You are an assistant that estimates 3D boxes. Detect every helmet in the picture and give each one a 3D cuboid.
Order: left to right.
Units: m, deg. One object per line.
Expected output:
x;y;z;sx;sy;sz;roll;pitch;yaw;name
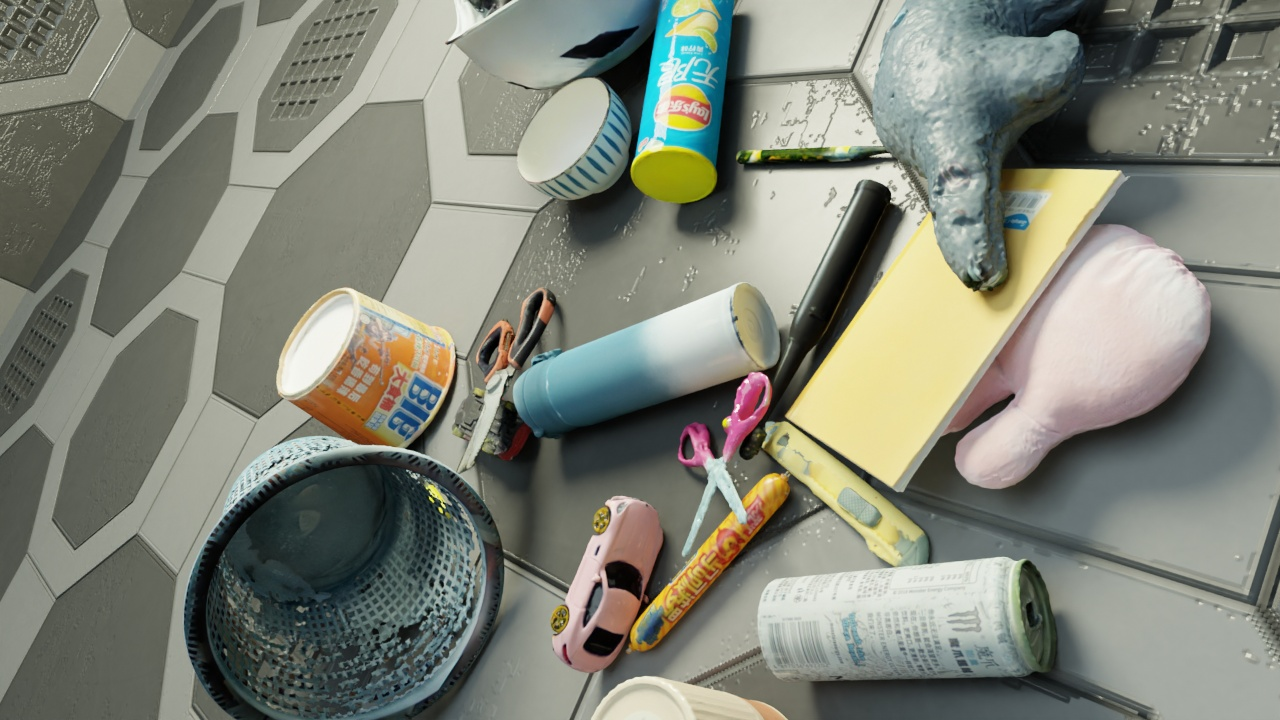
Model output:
-0.062;-0.355;0.893;0.230;0.146;0.258;-9;49;45;helmet

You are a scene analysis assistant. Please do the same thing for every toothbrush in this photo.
0.117;-0.028;0.628;0.212;0.026;0.027;-63;11;-9;toothbrush
0.145;-0.153;0.692;0.186;0.012;0.017;11;85;45;toothbrush

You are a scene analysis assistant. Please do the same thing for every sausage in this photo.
0.044;0.135;0.607;0.165;0.021;0.021;-51;43;8;sausage

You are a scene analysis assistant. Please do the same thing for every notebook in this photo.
0.176;-0.029;0.553;0.206;0.010;0.146;-55;19;1;notebook

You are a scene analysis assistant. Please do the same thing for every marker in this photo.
-0.203;0.115;0.850;0.018;0.015;0.124;-57;40;2;marker

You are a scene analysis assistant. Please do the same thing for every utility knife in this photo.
0.122;0.080;0.577;0.031;0.018;0.163;-50;38;1;utility knife

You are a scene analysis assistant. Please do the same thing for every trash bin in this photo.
-0.249;0.154;0.744;0.226;0.226;0.195;-61;30;-4;trash bin

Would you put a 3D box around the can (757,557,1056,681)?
0.138;0.141;0.492;0.147;0.058;0.058;-16;56;35;can

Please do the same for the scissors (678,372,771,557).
0.051;0.068;0.620;0.133;0.017;0.136;-69;22;-1;scissors

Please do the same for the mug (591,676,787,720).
0.041;0.227;0.494;0.115;0.106;0.081;21;81;47;mug

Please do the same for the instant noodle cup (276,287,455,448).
-0.273;0.007;0.898;0.152;0.111;0.151;-25;48;30;instant noodle cup

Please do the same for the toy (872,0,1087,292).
0.219;-0.192;0.586;0.138;0.091;0.355;4;59;38;toy

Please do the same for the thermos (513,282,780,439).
-0.004;0.004;0.696;0.221;0.070;0.070;-19;55;34;thermos

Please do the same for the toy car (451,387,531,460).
-0.131;0.055;0.807;0.106;0.031;0.049;16;76;51;toy car

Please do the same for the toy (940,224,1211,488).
0.224;-0.003;0.501;0.160;0.054;0.121;-44;36;13;toy

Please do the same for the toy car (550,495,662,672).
-0.019;0.153;0.629;0.037;0.056;0.122;9;73;49;toy car

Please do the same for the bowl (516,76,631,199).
-0.053;-0.198;0.859;0.117;0.066;0.116;-23;52;32;bowl

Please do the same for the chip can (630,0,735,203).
0.039;-0.243;0.797;0.071;0.071;0.209;-13;58;37;chip can

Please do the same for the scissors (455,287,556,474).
-0.127;0.018;0.788;0.206;0.015;0.194;-53;26;-16;scissors
